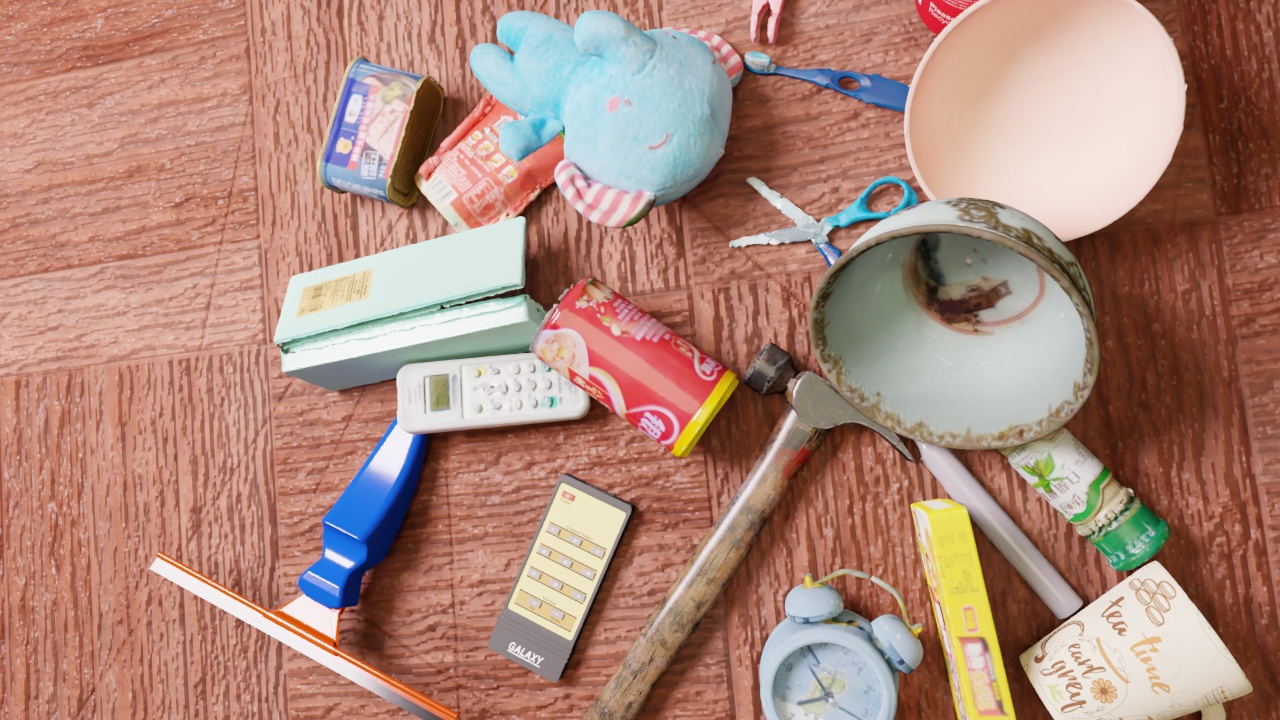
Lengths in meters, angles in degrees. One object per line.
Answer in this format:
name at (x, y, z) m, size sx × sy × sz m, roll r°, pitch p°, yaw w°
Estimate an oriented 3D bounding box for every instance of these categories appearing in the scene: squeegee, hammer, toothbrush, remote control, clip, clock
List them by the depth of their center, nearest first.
clock at (0.123, 0.191, 0.577) m, size 0.089 × 0.051 × 0.124 m, roll 23°, pitch 94°, yaw 13°
toothbrush at (0.207, 0.083, 0.584) m, size 0.019 × 0.018 × 0.188 m, roll -40°, pitch 79°, yaw 5°
hammer at (0.044, 0.157, 0.609) m, size 0.120 × 0.033 × 0.330 m, roll 34°, pitch 94°, yaw 12°
toothbrush at (0.132, -0.189, 0.623) m, size 0.132 × 0.016 × 0.021 m, roll 18°, pitch 88°, yaw 14°
clip at (0.084, -0.249, 0.636) m, size 0.043 × 0.023 × 0.060 m, roll 29°, pitch 91°, yaw 17°
remote control at (-0.055, 0.150, 0.639) m, size 0.058 × 0.013 × 0.133 m, roll 23°, pitch 91°, yaw 13°
remote control at (-0.102, 0.022, 0.642) m, size 0.133 × 0.022 × 0.050 m, roll -5°, pitch 73°, yaw -1°
squeegee at (-0.196, 0.115, 0.650) m, size 0.249 × 0.055 × 0.184 m, roll 23°, pitch 83°, yaw 13°

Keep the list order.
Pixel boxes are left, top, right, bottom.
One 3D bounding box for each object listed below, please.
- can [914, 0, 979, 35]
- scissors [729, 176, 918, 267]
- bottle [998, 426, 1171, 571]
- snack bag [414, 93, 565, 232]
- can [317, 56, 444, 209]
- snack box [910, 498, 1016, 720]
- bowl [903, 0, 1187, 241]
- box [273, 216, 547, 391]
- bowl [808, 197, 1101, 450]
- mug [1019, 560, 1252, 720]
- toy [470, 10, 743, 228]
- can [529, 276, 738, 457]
can at (0.206, -0.249, 0.546) m, size 0.074 × 0.142 × 0.074 m, roll -1°, pitch 85°, yaw 12°
scissors at (0.122, -0.077, 0.618) m, size 0.130 × 0.014 × 0.117 m, roll -5°, pitch 86°, yaw 13°
bottle at (0.267, 0.075, 0.561) m, size 0.043 × 0.042 × 0.110 m, roll -44°, pitch 78°, yaw 6°
snack bag at (-0.087, -0.158, 0.660) m, size 0.155 × 0.044 × 0.087 m, roll -43°, pitch 84°, yaw 2°
can at (-0.188, -0.165, 0.673) m, size 0.059 × 0.054 × 0.100 m, roll 17°, pitch 90°, yaw 11°
snack box at (0.195, 0.162, 0.552) m, size 0.025 × 0.075 × 0.152 m, roll -12°, pitch 83°, yaw 9°
bowl at (0.242, -0.153, 0.554) m, size 0.153 × 0.075 × 0.153 m, roll 14°, pitch 124°, yaw 22°
box at (-0.160, -0.044, 0.649) m, size 0.189 × 0.077 × 0.091 m, roll -12°, pitch 75°, yaw 13°
bowl at (0.192, -0.035, 0.547) m, size 0.160 × 0.160 × 0.093 m, roll 25°, pitch 49°, yaw 13°
mug at (0.294, 0.192, 0.540) m, size 0.097 × 0.081 × 0.122 m, roll -35°, pitch 106°, yaw 15°
toy at (-0.022, -0.182, 0.602) m, size 0.180 × 0.115 × 0.183 m, roll 32°, pitch 68°, yaw 3°
can at (-0.004, 0.004, 0.604) m, size 0.124 × 0.066 × 0.067 m, roll 35°, pitch 93°, yaw 5°
